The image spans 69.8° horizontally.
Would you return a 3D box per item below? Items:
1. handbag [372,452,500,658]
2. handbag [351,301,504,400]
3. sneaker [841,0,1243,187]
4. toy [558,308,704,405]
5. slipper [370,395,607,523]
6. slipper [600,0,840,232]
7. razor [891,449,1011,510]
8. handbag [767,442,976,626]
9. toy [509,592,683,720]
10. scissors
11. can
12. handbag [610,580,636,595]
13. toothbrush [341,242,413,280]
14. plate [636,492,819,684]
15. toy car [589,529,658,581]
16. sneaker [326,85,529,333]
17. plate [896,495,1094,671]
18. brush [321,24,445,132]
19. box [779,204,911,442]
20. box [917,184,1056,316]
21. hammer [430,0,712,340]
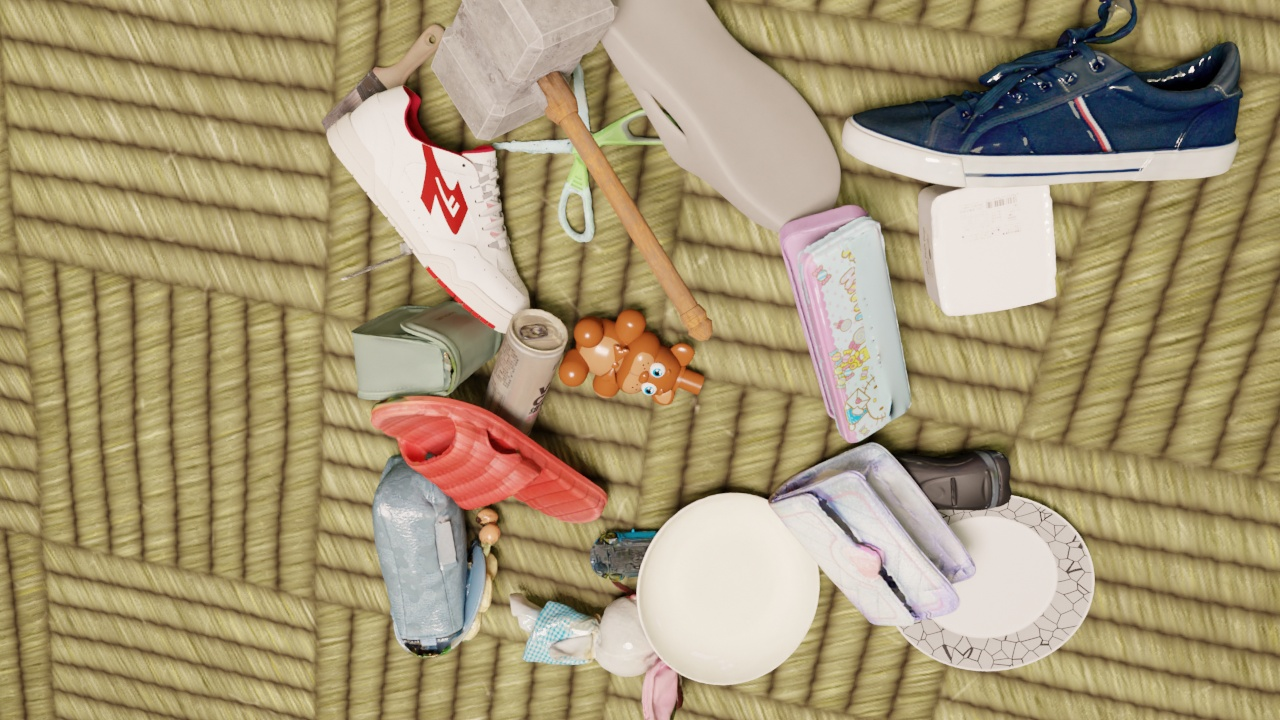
[{"bbox_3d":[-0.197,0.186,0.906,0.118,0.121,0.192,-5,105,-7],"label":"handbag"},{"bbox_3d":[-0.193,-0.013,0.834,0.106,0.121,0.067,1,106,12],"label":"handbag"},{"bbox_3d":[0.304,-0.207,0.700,0.295,0.120,0.127,-2,120,7],"label":"sneaker"},{"bbox_3d":[-0.005,0.005,0.840,0.127,0.065,0.095,21,119,-3],"label":"toy"},{"bbox_3d":[-0.133,0.106,0.835,0.248,0.059,0.104,33,142,-31],"label":"slipper"},{"bbox_3d":[0.051,-0.209,0.757,0.266,0.081,0.112,44,65,-12],"label":"slipper"},{"bbox_3d":[0.263,0.105,0.838,0.141,0.063,0.053,0,109,25],"label":"razor"},{"bbox_3d":[0.204,0.166,0.830,0.158,0.069,0.127,51,136,-5],"label":"handbag"},{"bbox_3d":[-0.038,0.276,0.926,0.205,0.131,0.105,24,88,12],"label":"toy"},{"bbox_3d":[-0.050,-0.190,0.810,0.171,0.021,0.172,0,109,14],"label":"scissors"},{"bbox_3d":[-0.110,0.018,0.842,0.054,0.054,0.136,27,132,0],"label":"can"},{"bbox_3d":[0.028,0.234,0.928,0.120,0.029,0.055,12,107,11],"label":"handbag"},{"bbox_3d":[-0.220,-0.088,0.781,0.010,0.181,0.010,-5,103,5],"label":"toothbrush"},{"bbox_3d":[0.081,0.216,0.881,0.182,0.034,0.182,0,91,-14],"label":"plate"},{"bbox_3d":[0.003,0.190,0.911,0.105,0.032,0.048,-6,107,6],"label":"toy car"},{"bbox_3d":[-0.159,-0.139,0.813,0.104,0.090,0.236,-37,98,7],"label":"sneaker"},{"bbox_3d":[0.328,0.210,0.873,0.189,0.016,0.189,3,108,8],"label":"plate"},{"bbox_3d":[-0.229,-0.244,0.822,0.151,0.012,0.039,-37,98,18],"label":"brush"},{"bbox_3d":[0.177,-0.026,0.764,0.078,0.065,0.214,-22,128,2],"label":"box"},{"bbox_3d":[0.287,-0.105,0.772,0.102,0.091,0.107,-11,110,5],"label":"box"},{"bbox_3d":[-0.032,-0.151,0.718,0.082,0.163,0.317,-34,93,-27],"label":"hammer"}]
